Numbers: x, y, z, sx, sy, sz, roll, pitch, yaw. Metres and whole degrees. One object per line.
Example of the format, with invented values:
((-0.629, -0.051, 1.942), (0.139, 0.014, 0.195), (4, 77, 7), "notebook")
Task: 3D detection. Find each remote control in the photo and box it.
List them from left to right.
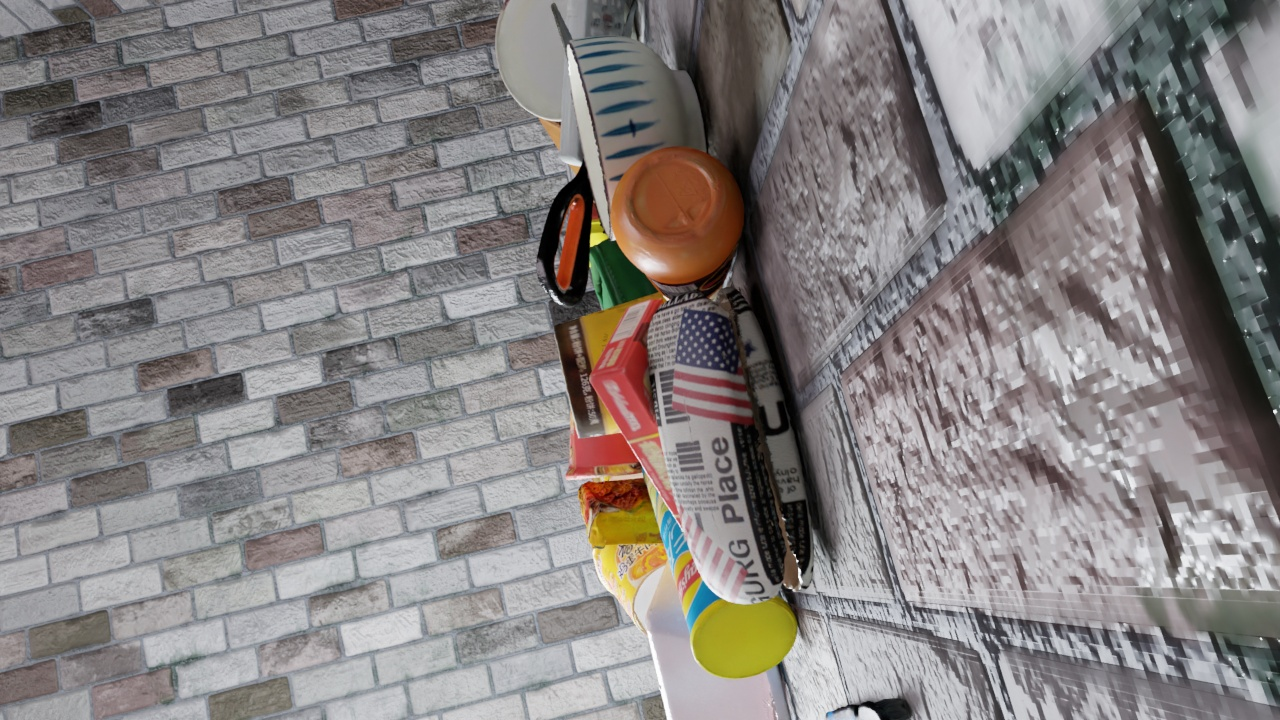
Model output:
((-0.032, -0.212, 0.645), (0.058, 0.021, 0.150), (-27, -55, -60), "remote control")

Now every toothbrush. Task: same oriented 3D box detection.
((0.109, 0.179, 0.461), (0.190, 0.016, 0.014), (79, 168, -67), "toothbrush")

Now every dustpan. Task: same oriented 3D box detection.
((0.103, 0.262, 0.854), (0.272, 0.139, 0.223), (-54, -45, -56), "dustpan")

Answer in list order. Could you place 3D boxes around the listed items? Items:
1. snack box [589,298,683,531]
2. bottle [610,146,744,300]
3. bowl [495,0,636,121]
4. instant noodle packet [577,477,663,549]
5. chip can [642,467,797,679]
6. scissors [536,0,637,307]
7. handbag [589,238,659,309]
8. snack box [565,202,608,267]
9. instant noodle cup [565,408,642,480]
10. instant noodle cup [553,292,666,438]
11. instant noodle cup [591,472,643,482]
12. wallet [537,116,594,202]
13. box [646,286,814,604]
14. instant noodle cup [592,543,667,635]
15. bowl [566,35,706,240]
((0.026, 0.045, 0.544), (0.153, 0.026, 0.075), (59, -147, -25), "snack box")
((0.025, -0.062, 0.506), (0.149, 0.067, 0.066), (59, -164, -75), "bottle")
((-0.049, -0.244, 0.714), (0.062, 0.114, 0.113), (-25, -76, -60), "bowl")
((0.012, 0.133, 0.828), (0.110, 0.128, 0.044), (-123, 31, -74), "instant noodle packet")
((0.052, 0.134, 0.685), (0.210, 0.071, 0.071), (-109, 7, -62), "chip can")
((-0.020, -0.138, 0.644), (0.221, 0.022, 0.233), (41, -120, -59), "scissors")
((-0.002, -0.060, 0.898), (0.131, 0.068, 0.120), (97, 152, -76), "handbag")
((-0.037, -0.150, 0.961), (0.091, 0.082, 0.080), (88, 178, -70), "snack box")
((-0.006, 0.052, 0.852), (0.138, 0.138, 0.108), (105, 160, -83), "instant noodle cup")
((-0.004, 0.004, 0.729), (0.118, 0.114, 0.118), (165, 92, -86), "instant noodle cup")
((0.006, 0.130, 0.983), (0.123, 0.116, 0.116), (-115, 13, -78), "instant noodle cup")
((-0.032, -0.161, 0.810), (0.108, 0.031, 0.132), (44, 173, 49), "wallet")
((0.040, 0.045, 0.472), (0.075, 0.082, 0.163), (152, 108, -81), "box")
((0.026, 0.248, 1.059), (0.110, 0.138, 0.138), (-129, 25, -64), "instant noodle cup")
((0.000, -0.134, 0.539), (0.116, 0.066, 0.116), (165, 92, -85), "bowl")
